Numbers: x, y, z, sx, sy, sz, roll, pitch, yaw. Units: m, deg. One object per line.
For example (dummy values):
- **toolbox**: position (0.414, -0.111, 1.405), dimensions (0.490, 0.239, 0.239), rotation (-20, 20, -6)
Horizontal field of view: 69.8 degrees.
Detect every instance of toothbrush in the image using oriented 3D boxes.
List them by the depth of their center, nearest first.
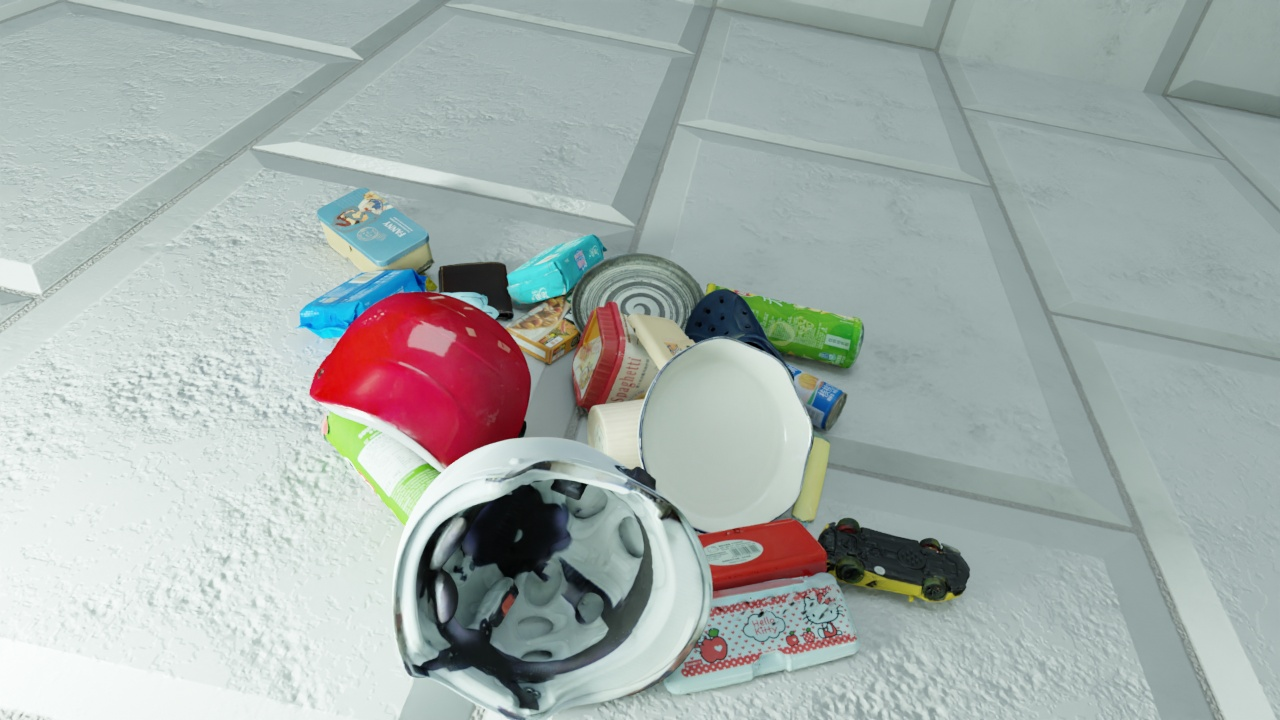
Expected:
- **toothbrush**: position (-0.338, -0.152, 1.303), dimensions (0.015, 0.017, 0.190), rotation (-18, 44, -33)

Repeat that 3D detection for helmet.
- **helmet**: position (-0.080, 0.166, 0.765), dimensions (0.258, 0.229, 0.146), rotation (18, 13, -25)
- **helmet**: position (-0.198, 0.006, 0.933), dimensions (0.207, 0.144, 0.240), rotation (29, 8, -3)

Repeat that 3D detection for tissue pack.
- **tissue pack**: position (-0.343, -0.068, 1.137), dimensions (0.095, 0.052, 0.156), rotation (1, 28, 29)
- **tissue pack**: position (-0.113, -0.126, 1.263), dimensions (0.093, 0.050, 0.133), rotation (-12, 20, 34)

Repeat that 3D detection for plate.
- **plate**: position (0.084, 0.081, 0.963), dimensions (0.204, 0.205, 0.046), rotation (-8, -2, -24)
- **plate**: position (-0.002, -0.067, 1.208), dimensions (0.179, 0.024, 0.179), rotation (1, 56, -2)

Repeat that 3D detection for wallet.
- **wallet**: position (0.043, -0.006, 1.036), dimensions (0.087, 0.024, 0.115), rotation (6, 41, -47)
- **wallet**: position (-0.226, -0.095, 1.251), dimensions (0.096, 0.020, 0.122), rotation (-4, 38, -11)

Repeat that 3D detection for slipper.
- **slipper**: position (0.118, 0.015, 1.082), dimensions (0.105, 0.095, 0.252), rotation (-25, 57, 0)

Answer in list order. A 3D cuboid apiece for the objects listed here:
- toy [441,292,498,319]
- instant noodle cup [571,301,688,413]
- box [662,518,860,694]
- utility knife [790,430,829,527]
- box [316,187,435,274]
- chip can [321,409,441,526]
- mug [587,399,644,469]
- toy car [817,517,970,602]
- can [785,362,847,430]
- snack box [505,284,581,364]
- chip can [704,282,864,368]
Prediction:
- **toy**: position (-0.250, -0.041, 1.137), dimensions (0.156, 0.050, 0.161), rotation (-17, 36, -20)
- **instant noodle cup**: position (-0.006, 0.006, 1.095), dimensions (0.124, 0.117, 0.116), rotation (12, 33, -19)
- **box**: position (0.094, 0.222, 0.862), dimensions (0.200, 0.059, 0.161), rotation (-6, 42, -21)
- **utility knife**: position (0.192, 0.134, 1.038), dimensions (0.031, 0.018, 0.166), rotation (13, 33, 12)
- **box**: position (-0.361, -0.166, 1.264), dimensions (0.184, 0.062, 0.089), rotation (32, 56, 31)
- **chip can**: position (-0.226, 0.119, 0.903), dimensions (0.072, 0.072, 0.236), rotation (-23, 47, -38)
- **mug**: position (-0.003, 0.080, 1.018), dimensions (0.105, 0.082, 0.114), rotation (-5, 11, -18)
- **toy car**: position (0.254, 0.207, 0.929), dimensions (0.156, 0.041, 0.071), rotation (11, 35, 3)
- **can**: position (0.185, 0.034, 1.144), dimensions (0.135, 0.053, 0.053), rotation (28, 39, 23)
- **snack box**: position (-0.103, -0.050, 1.213), dimensions (0.075, 0.026, 0.153), rotation (27, 38, 22)
- **chip can**: position (0.189, -0.047, 1.243), dimensions (0.221, 0.073, 0.072), rotation (14, 35, 5)
